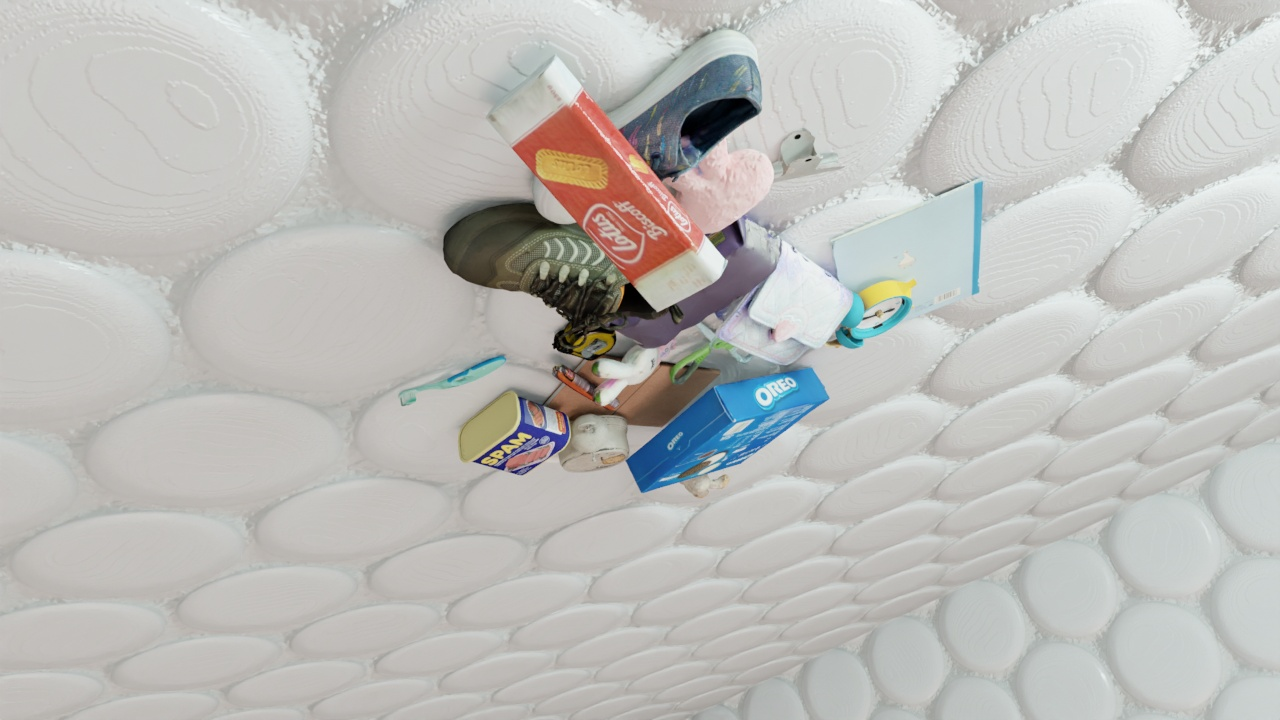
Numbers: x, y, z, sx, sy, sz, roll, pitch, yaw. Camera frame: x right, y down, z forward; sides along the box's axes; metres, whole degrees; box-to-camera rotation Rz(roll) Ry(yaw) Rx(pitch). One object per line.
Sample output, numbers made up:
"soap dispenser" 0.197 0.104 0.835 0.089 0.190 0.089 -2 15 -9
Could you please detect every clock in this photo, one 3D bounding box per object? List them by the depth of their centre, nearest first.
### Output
"clock" 0.284 -0.057 1.150 0.129 0.043 0.099 -24 150 0
"clock" -0.065 0.112 1.222 0.103 0.061 0.157 -11 159 -2

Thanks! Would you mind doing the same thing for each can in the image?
"can" -0.158 0.096 1.159 0.116 0.056 0.092 -35 140 30

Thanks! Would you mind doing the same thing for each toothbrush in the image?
"toothbrush" -0.217 0.024 1.060 0.135 0.017 0.022 -20 147 5

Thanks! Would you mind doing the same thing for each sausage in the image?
"sausage" -0.067 0.035 1.136 0.020 0.020 0.155 -28 148 17

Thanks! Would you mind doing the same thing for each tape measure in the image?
"tape measure" -0.058 -0.025 1.046 0.061 0.034 0.061 15 135 -44

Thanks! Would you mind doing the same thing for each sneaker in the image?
"sneaker" 0.009 -0.178 0.785 0.236 0.079 0.087 -32 147 23
"sneaker" -0.065 -0.063 0.872 0.237 0.142 0.101 -1 146 -27

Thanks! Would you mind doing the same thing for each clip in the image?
"clip" 0.155 -0.189 0.888 0.101 0.045 0.056 -14 163 -8

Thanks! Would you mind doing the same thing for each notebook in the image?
"notebook" 0.333 -0.114 1.132 0.181 0.009 0.253 -21 150 7
"notebook" -0.015 0.043 1.206 0.208 0.008 0.142 7 142 -36

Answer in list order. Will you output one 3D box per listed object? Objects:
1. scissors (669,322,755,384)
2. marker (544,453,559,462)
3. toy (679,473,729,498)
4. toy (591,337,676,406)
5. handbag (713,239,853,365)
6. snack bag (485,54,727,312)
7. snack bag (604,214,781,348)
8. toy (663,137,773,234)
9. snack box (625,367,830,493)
"scissors" 0.100 -0.025 1.150 0.172 0.023 0.172 12 136 -38
"marker" -0.109 0.136 1.300 0.141 0.020 0.020 5 143 -34
"toy" 0.077 0.174 1.429 0.105 0.074 0.085 12 152 -35
"toy" -0.007 0.006 1.101 0.122 0.038 0.079 -31 153 -21
"handbag" 0.162 -0.064 1.064 0.127 0.069 0.158 -43 140 22
"snack bag" -0.025 -0.137 0.755 0.078 0.041 0.225 -26 115 35
"snack bag" 0.052 -0.080 0.990 0.206 0.058 0.096 -35 146 26
"toy" 0.066 -0.170 0.862 0.108 0.053 0.105 -28 137 22
"snack box" 0.123 0.094 1.262 0.238 0.056 0.196 -8 153 -48
